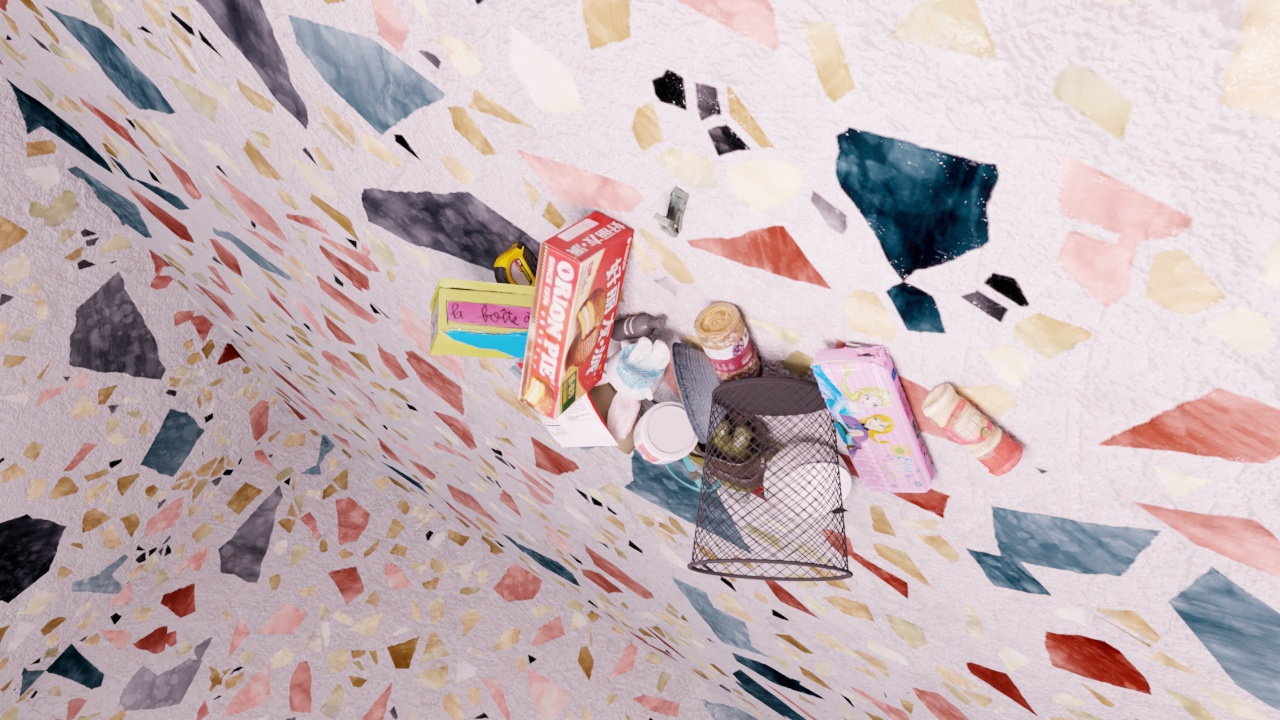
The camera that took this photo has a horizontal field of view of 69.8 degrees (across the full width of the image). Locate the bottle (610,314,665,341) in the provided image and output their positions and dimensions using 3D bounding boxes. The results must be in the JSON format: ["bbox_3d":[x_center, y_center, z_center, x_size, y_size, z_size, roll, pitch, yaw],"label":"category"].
[{"bbox_3d":[-0.002,-0.045,1.218,0.030,0.030,0.113,47,154,-21],"label":"bottle"}]

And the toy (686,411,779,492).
[{"bbox_3d":[0.136,0.130,1.285,0.179,0.078,0.153,19,157,25],"label":"toy"}]

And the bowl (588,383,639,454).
[{"bbox_3d":[-0.049,0.068,1.382,0.152,0.050,0.152,47,-176,-5],"label":"bowl"}]

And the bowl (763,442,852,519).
[{"bbox_3d":[0.214,0.150,1.203,0.113,0.063,0.114,-5,131,-6],"label":"bowl"}]

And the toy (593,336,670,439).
[{"bbox_3d":[-0.007,0.007,1.239,0.131,0.105,0.206,49,150,3],"label":"toy"}]

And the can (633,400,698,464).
[{"bbox_3d":[0.033,0.101,1.252,0.078,0.078,0.136,37,170,1],"label":"can"}]

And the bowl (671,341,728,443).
[{"bbox_3d":[0.089,0.034,1.178,0.057,0.136,0.137,-17,134,13],"label":"bowl"}]

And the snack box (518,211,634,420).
[{"bbox_3d":[-0.080,-0.051,1.110,0.060,0.112,0.237,28,129,18],"label":"snack box"}]

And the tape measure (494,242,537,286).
[{"bbox_3d":[-0.172,-0.122,1.273,0.037,0.064,0.065,2,137,52],"label":"tape measure"}]

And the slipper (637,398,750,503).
[{"bbox_3d":[0.057,0.136,1.416,0.269,0.054,0.098,41,155,7],"label":"slipper"}]

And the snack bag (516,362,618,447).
[{"bbox_3d":[-0.105,0.062,1.289,0.131,0.039,0.144,-7,114,46],"label":"snack bag"}]

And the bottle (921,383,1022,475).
[{"bbox_3d":[0.340,0.071,0.943,0.109,0.044,0.044,40,156,-5],"label":"bottle"}]

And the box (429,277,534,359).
[{"bbox_3d":[-0.171,-0.051,1.252,0.220,0.080,0.125,1,166,-16],"label":"box"}]

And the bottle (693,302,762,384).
[{"bbox_3d":[0.106,-0.014,1.094,0.056,0.056,0.105,17,149,39],"label":"bottle"}]

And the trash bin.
[{"bbox_3d":[0.151,0.140,1.066,0.184,0.209,0.184,3,162,1],"label":"trash bin"}]

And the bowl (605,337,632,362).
[{"bbox_3d":[-0.027,0.013,1.345,0.110,0.040,0.110,30,155,15],"label":"bowl"}]

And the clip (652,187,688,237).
[{"bbox_3d":[0.033,-0.152,0.985,0.023,0.059,0.076,35,169,10],"label":"clip"}]

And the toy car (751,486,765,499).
[{"bbox_3d":[0.190,0.189,1.373,0.042,0.036,0.091,38,163,1],"label":"toy car"}]

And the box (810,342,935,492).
[{"bbox_3d":[0.269,0.065,1.042,0.085,0.053,0.230,-4,135,32],"label":"box"}]
